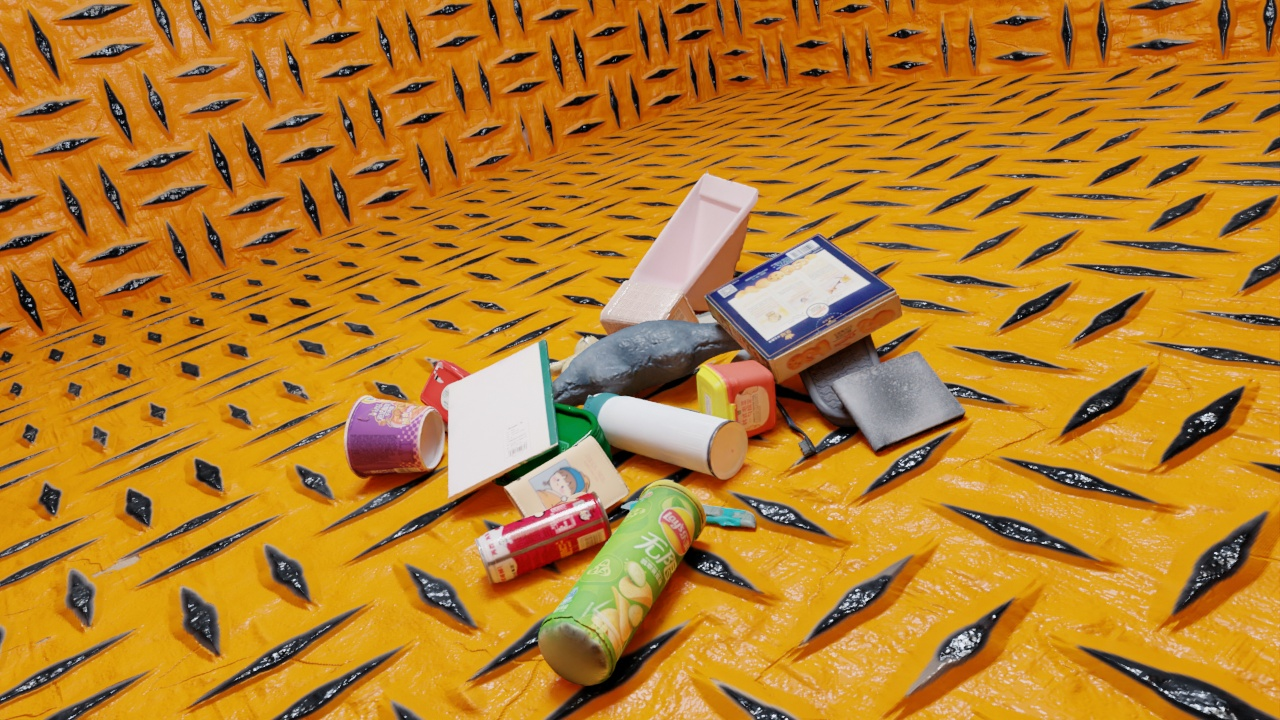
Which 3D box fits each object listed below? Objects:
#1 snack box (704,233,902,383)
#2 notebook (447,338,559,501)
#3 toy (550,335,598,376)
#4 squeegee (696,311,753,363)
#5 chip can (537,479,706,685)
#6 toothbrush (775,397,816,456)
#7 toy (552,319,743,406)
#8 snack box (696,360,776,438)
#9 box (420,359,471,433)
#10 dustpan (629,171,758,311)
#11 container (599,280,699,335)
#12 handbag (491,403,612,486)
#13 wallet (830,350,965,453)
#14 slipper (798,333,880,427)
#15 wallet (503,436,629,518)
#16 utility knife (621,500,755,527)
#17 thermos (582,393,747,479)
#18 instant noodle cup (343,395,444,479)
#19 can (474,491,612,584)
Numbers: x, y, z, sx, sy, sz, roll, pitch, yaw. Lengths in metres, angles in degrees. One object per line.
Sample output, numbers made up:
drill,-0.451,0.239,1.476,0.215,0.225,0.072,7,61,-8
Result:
snack box,0.200,-0.071,1.156,0.178,0.046,0.182,-28,38,-6
notebook,-0.173,0.067,1.133,0.150,0.012,0.208,-27,37,10
toy,-0.096,0.019,1.309,0.105,0.066,0.156,7,36,28
squeegee,0.151,-0.018,1.289,0.247,0.039,0.245,-15,25,32
chip can,-0.012,0.197,0.835,0.073,0.073,0.220,-1,26,29
toothbrush,0.176,0.071,1.099,0.016,0.014,0.189,-37,21,6
toy,-0.007,0.007,1.236,0.356,0.091,0.138,-21,24,-9
snack box,0.117,0.048,1.091,0.080,0.091,0.082,-13,23,-15
box,-0.237,0.072,1.298,0.201,0.091,0.094,25,87,56
dustpan,0.064,-0.181,1.512,0.138,0.273,0.222,5,13,-21
container,0.017,-0.059,1.377,0.111,0.090,0.090,11,55,40
handbag,-0.107,0.112,1.094,0.131,0.068,0.119,8,37,41
wallet,0.289,0.045,1.030,0.120,0.019,0.097,-20,57,-14
slipper,0.242,0.000,1.159,0.111,0.083,0.267,-16,40,7
wallet,-0.078,0.145,1.005,0.115,0.024,0.087,-29,69,-22
utility knife,0.049,0.159,0.964,0.161,0.013,0.029,0,25,31
thermos,0.020,0.085,1.087,0.225,0.073,0.073,11,33,44
instant noodle cup,-0.318,0.101,1.205,0.099,0.112,0.111,-1,25,12
can,-0.100,0.183,0.944,0.132,0.053,0.053,-20,23,-13
